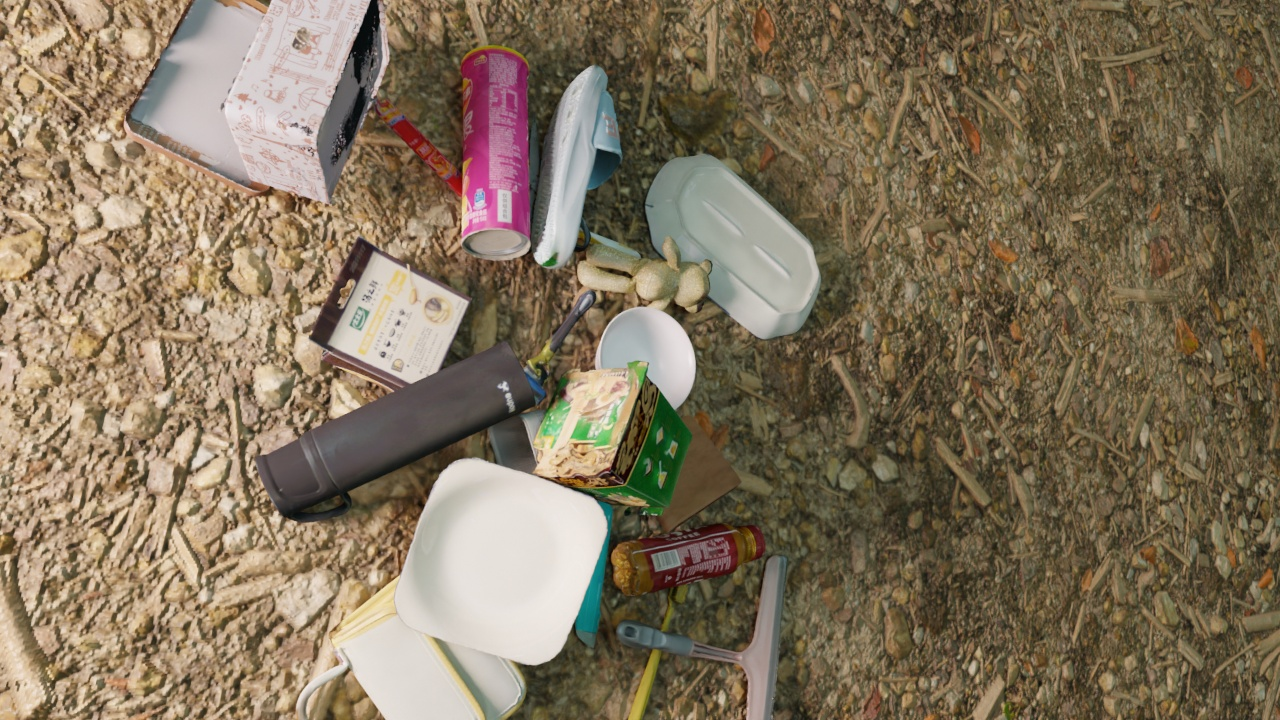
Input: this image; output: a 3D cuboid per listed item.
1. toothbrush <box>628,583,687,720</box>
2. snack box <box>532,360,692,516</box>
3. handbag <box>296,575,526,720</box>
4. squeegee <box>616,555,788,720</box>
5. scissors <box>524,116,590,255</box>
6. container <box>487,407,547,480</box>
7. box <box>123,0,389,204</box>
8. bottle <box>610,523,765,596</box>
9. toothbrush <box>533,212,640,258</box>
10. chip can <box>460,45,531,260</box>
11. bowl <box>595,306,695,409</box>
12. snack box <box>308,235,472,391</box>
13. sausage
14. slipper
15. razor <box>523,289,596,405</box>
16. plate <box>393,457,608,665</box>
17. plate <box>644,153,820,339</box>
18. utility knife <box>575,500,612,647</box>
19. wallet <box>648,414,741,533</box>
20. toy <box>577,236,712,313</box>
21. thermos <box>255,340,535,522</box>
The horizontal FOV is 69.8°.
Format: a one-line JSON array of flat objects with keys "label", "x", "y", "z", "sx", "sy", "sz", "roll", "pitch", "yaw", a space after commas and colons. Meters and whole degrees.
[{"label": "toothbrush", "x": 0.015, "y": 0.326, "z": 0.977, "sx": 0.015, "sy": 0.017, "sz": 0.189, "roll": 29, "pitch": 68, "yaw": -23}, {"label": "snack box", "x": -0.020, "y": 0.078, "z": 0.859, "sx": 0.105, "sy": 0.118, "sz": 0.117, "roll": 40, "pitch": 59, "yaw": -36}, {"label": "handbag", "x": -0.212, "y": 0.296, "z": 0.834, "sx": 0.178, "sy": 0.063, "sz": 0.163, "roll": -36, "pitch": 98, "yaw": -26}, {"label": "squeegee", "x": 0.057, "y": 0.306, "z": 0.980, "sx": 0.249, "sy": 0.040, "sz": 0.247, "roll": 26, "pitch": 65, "yaw": -38}, {"label": "scissors", "x": -0.113, "y": -0.184, "z": 0.990, "sx": 0.175, "sy": 0.014, "sz": 0.159, "roll": 38, "pitch": 54, "yaw": -12}, {"label": "container", "x": -0.077, "y": 0.087, "z": 0.929, "sx": 0.114, "sy": 0.090, "sz": 0.090, "roll": -16, "pitch": 89, "yaw": -34}, {"label": "box", "x": -0.346, "y": -0.262, "z": 0.820, "sx": 0.193, "sy": 0.157, "sz": 0.182, "roll": 17, "pitch": 69, "yaw": -8}, {"label": "bottle", "x": 0.056, "y": 0.212, "z": 0.998, "sx": 0.174, "sy": 0.058, "sz": 0.057, "roll": -5, "pitch": 83, "yaw": -30}, {"label": "toothbrush", "x": -0.082, "y": -0.143, "z": 1.009, "sx": 0.191, "sy": 0.016, "sz": 0.018, "roll": 20, "pitch": 54, "yaw": -25}, {"label": "chip can", "x": -0.148, "y": -0.211, "z": 0.937, "sx": 0.071, "sy": 0.072, "sz": 0.210, "roll": 7, "pitch": 70, "yaw": -28}, {"label": "bowl", "x": -0.006, "y": 0.006, "z": 0.997, "sx": 0.118, "sy": 0.065, "sz": 0.118, "roll": 5, "pitch": 79, "yaw": -28}, {"label": "snack box", "x": -0.241, "y": -0.037, "z": 0.878, "sx": 0.125, "sy": 0.053, "sz": 0.113, "roll": 28, "pitch": 69, "yaw": -22}, {"label": "sausage", "x": -0.212, "y": -0.207, "z": 0.913, "sx": 0.156, "sy": 0.020, "sz": 0.020, "roll": 45, "pitch": 59, "yaw": -45}, {"label": "slipper", "x": -0.060, "y": -0.203, "z": 0.961, "sx": 0.074, "sy": 0.104, "sz": 0.245, "roll": 17, "pitch": 65, "yaw": -20}, {"label": "razor", "x": -0.089, "y": -0.021, "z": 0.979, "sx": 0.042, "sy": 0.022, "sz": 0.142, "roll": 42, "pitch": 66, "yaw": -23}, {"label": "plate", "x": -0.125, "y": 0.179, "z": 0.828, "sx": 0.164, "sy": 0.034, "sz": 0.163, "roll": 22, "pitch": 87, "yaw": -13}, {"label": "plate", "x": 0.124, "y": -0.142, "z": 1.116, "sx": 0.265, "sy": 0.034, "sz": 0.161, "roll": 39, "pitch": 64, "yaw": -18}, {"label": "utility knife", "x": -0.048, "y": 0.220, "z": 0.965, "sx": 0.029, "sy": 0.013, "sz": 0.157, "roll": 18, "pitch": 70, "yaw": -28}, {"label": "wallet", "x": 0.043, "y": 0.122, "z": 1.012, "sx": 0.115, "sy": 0.020, "sz": 0.101, "roll": -26, "pitch": 72, "yaw": -33}, {"label": "toy", "x": 0.006, "y": -0.095, "z": 1.031, "sx": 0.157, "sy": 0.066, "sz": 0.105, "roll": 9, "pitch": 109, "yaw": -24}, {"label": "thermos", "x": -0.217, "y": 0.069, "z": 0.841, "sx": 0.242, "sy": 0.068, "sz": 0.090, "roll": -26, "pitch": 134, "yaw": -13}]
